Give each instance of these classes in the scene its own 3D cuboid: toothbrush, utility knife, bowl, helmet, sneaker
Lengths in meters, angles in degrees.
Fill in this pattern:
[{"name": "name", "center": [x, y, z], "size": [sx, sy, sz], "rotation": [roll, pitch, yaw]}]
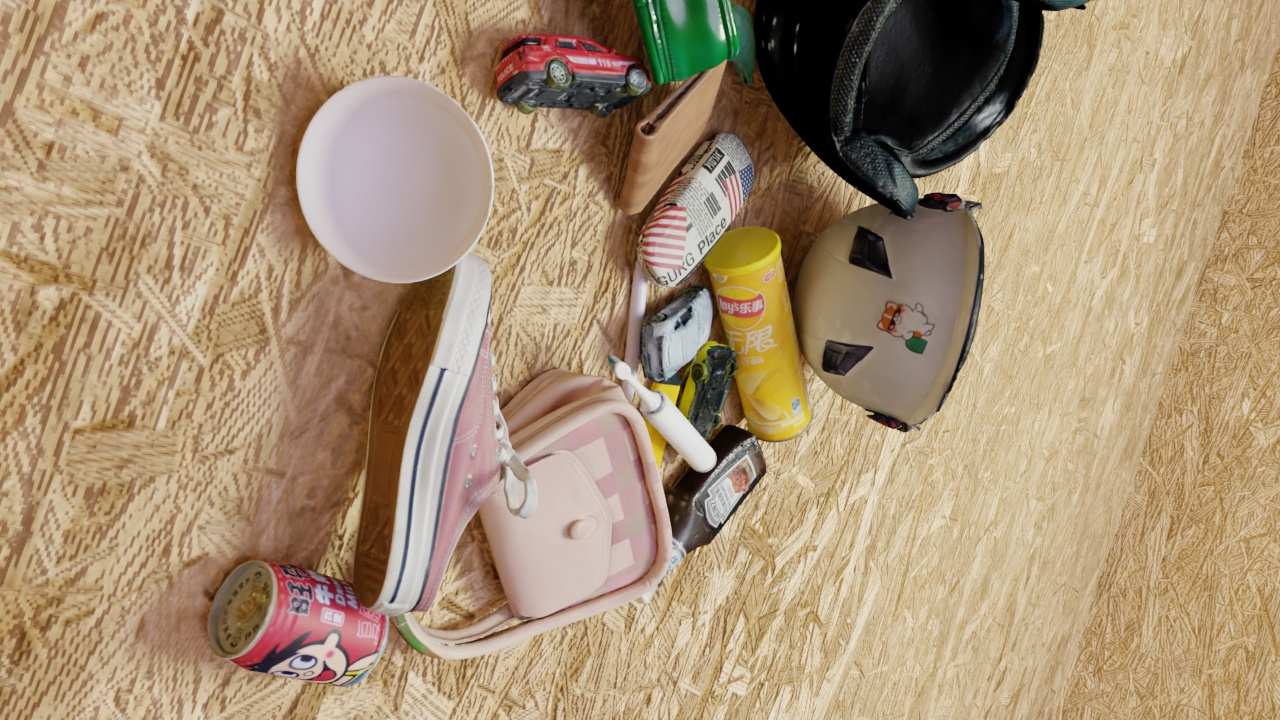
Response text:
[{"name": "toothbrush", "center": [-0.005, 0.005, 0.799], "size": [0.021, 0.029, 0.189], "rotation": [2, 105, -9]}, {"name": "utility knife", "center": [0.007, 0.080, 0.843], "size": [0.033, 0.015, 0.156], "rotation": [9, 98, -43]}, {"name": "bowl", "center": [-0.141, -0.109, 0.562], "size": [0.064, 0.118, 0.118], "rotation": [-66, 166, -79]}, {"name": "toothbrush", "center": [0.020, 0.048, 0.790], "size": [0.026, 0.026, 0.221], "rotation": [-45, 146, -3]}, {"name": "helmet", "center": [0.229, -0.058, 0.900], "size": [0.273, 0.157, 0.230], "rotation": [-43, 145, -74]}, {"name": "sneaker", "center": [-0.124, 0.049, 0.609], "size": [0.087, 0.118, 0.241], "rotation": [11, 87, -37]}, {"name": "helmet", "center": [0.232, -0.273, 0.801], "size": [0.274, 0.230, 0.234], "rotation": [5, 129, -53]}]

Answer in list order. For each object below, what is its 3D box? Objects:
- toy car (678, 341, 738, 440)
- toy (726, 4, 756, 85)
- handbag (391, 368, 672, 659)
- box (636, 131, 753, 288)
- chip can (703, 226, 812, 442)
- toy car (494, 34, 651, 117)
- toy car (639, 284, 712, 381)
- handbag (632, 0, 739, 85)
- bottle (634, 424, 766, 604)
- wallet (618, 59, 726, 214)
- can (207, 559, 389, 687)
[{"name": "toy car", "center": [0.058, 0.031, 0.868], "size": [0.048, 0.032, 0.105], "rotation": [-8, 121, -41]}, {"name": "toy", "center": [0.066, -0.278, 0.767], "size": [0.091, 0.030, 0.096], "rotation": [-21, 113, -44]}, {"name": "handbag", "center": [-0.091, 0.135, 0.714], "size": [0.233, 0.093, 0.193], "rotation": [-30, 124, -29]}, {"name": "box", "center": [0.046, -0.131, 0.791], "size": [0.163, 0.052, 0.069], "rotation": [-52, 145, -27]}, {"name": "chip can", "center": [0.117, -0.021, 0.883], "size": [0.071, 0.072, 0.213], "rotation": [-43, 132, -30]}, {"name": "toy car", "center": [-0.047, -0.203, 0.651], "size": [0.120, 0.053, 0.045], "rotation": [-7, 84, -42]}, {"name": "toy car", "center": [0.036, -0.025, 0.807], "size": [0.120, 0.037, 0.054], "rotation": [-43, 135, -51]}, {"name": "handbag", "center": [0.020, -0.274, 0.662], "size": [0.068, 0.120, 0.131], "rotation": [-18, 120, 2]}, {"name": "bottle", "center": [0.050, 0.152, 0.895], "size": [0.194, 0.044, 0.080], "rotation": [-47, 136, -25]}, {"name": "wallet", "center": [0.026, -0.180, 0.725], "size": [0.115, 0.020, 0.101], "rotation": [-51, 172, -26]}, {"name": "can", "center": [-0.218, 0.168, 0.587], "size": [0.093, 0.067, 0.066], "rotation": [38, 75, -47]}]
